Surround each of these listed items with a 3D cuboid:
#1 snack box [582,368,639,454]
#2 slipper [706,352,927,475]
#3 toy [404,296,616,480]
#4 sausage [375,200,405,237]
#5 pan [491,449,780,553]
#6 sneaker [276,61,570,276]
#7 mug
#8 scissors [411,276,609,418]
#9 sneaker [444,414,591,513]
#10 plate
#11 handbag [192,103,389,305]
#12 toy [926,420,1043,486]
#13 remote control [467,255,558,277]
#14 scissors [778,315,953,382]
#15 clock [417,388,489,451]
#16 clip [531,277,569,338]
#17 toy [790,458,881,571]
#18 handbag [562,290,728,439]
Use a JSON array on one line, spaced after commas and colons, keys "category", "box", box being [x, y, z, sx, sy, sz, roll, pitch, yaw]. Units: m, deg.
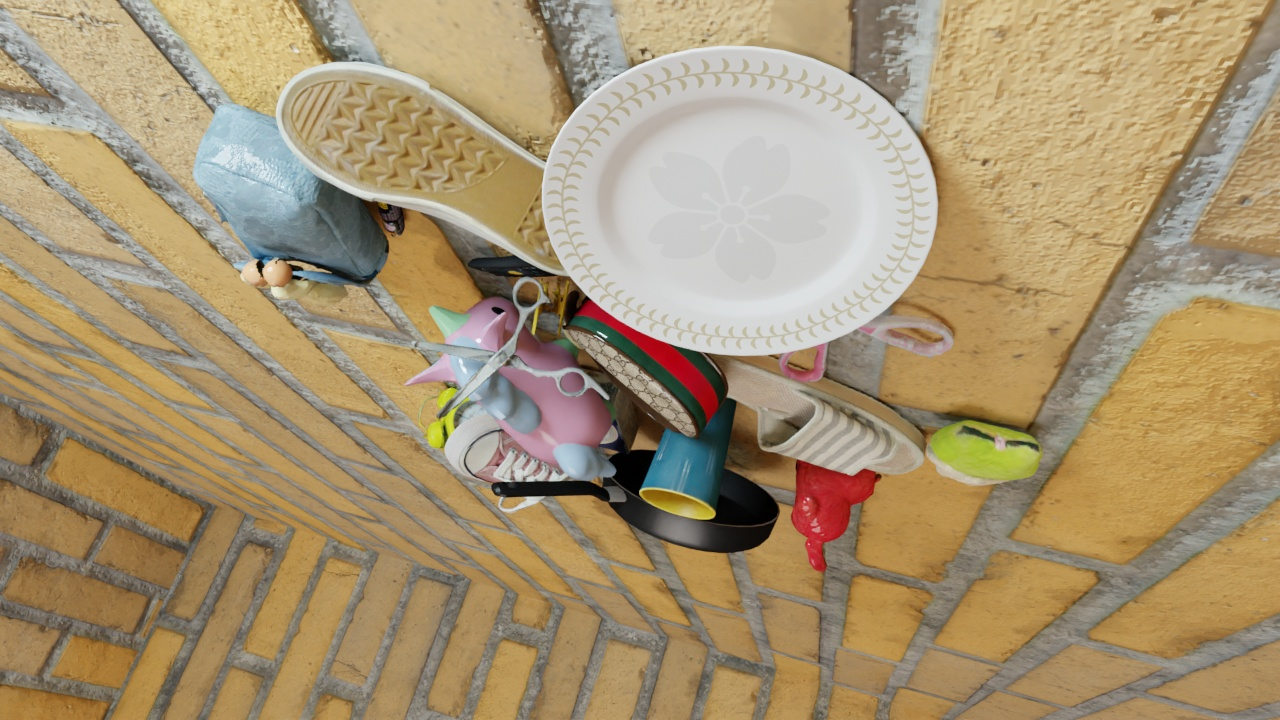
[{"category": "snack box", "box": [-0.083, 0.048, 1.034, 0.145, 0.042, 0.144, 12, 158, 14]}, {"category": "slipper", "box": [0.143, 0.049, 0.856, 0.272, 0.053, 0.115, 27, 150, -13]}, {"category": "toy", "box": [-0.103, 0.033, 0.857, 0.120, 0.170, 0.222, -33, 92, 20]}, {"category": "sausage", "box": [-0.204, -0.139, 0.730, 0.020, 0.020, 0.155, 18, 158, 1]}, {"category": "pan", "box": [-0.005, 0.152, 0.996, 0.355, 0.044, 0.204, 5, -164, -38]}, {"category": "sneaker", "box": [-0.129, -0.133, 0.639, 0.235, 0.087, 0.079, 25, -173, -12]}, {"category": "mug", "box": [0.054, 0.088, 0.918, 0.078, 0.121, 0.078, 16, 157, 7]}, {"category": "scissors", "box": [-0.103, 0.002, 0.770, 0.175, 0.142, 0.014, 24, -170, -18]}, {"category": "sneaker", "box": [-0.135, 0.135, 1.145, 0.240, 0.118, 0.088, 19, -160, -47]}, {"category": "plate", "box": [0.059, -0.089, 0.576, 0.242, 0.016, 0.243, 6, 139, 5]}, {"category": "handbag", "box": [-0.279, -0.107, 0.733, 0.122, 0.118, 0.192, 19, 163, 0]}, {"category": "toy", "box": [0.304, 0.087, 0.827, 0.092, 0.043, 0.118, 13, 160, 6]}, {"category": "remote control", "box": [-0.082, -0.082, 0.761, 0.152, 0.020, 0.041, -1, 172, 40]}, {"category": "scissors", "box": [0.161, -0.024, 0.681, 0.168, 0.014, 0.171, 1, 152, 5]}, {"category": "clock", "box": [-0.227, 0.084, 1.175, 0.119, 0.083, 0.057, 21, 153, -14]}, {"category": "clip", "box": [-0.074, -0.050, 0.792, 0.045, 0.048, 0.054, 25, 122, 23]}, {"category": "toy", "box": [0.205, 0.154, 0.957, 0.094, 0.132, 0.088, 5, 166, 8]}, {"category": "handbag", "box": [-0.005, 0.005, 0.818, 0.166, 0.063, 0.139, 39, 158, 0]}]
